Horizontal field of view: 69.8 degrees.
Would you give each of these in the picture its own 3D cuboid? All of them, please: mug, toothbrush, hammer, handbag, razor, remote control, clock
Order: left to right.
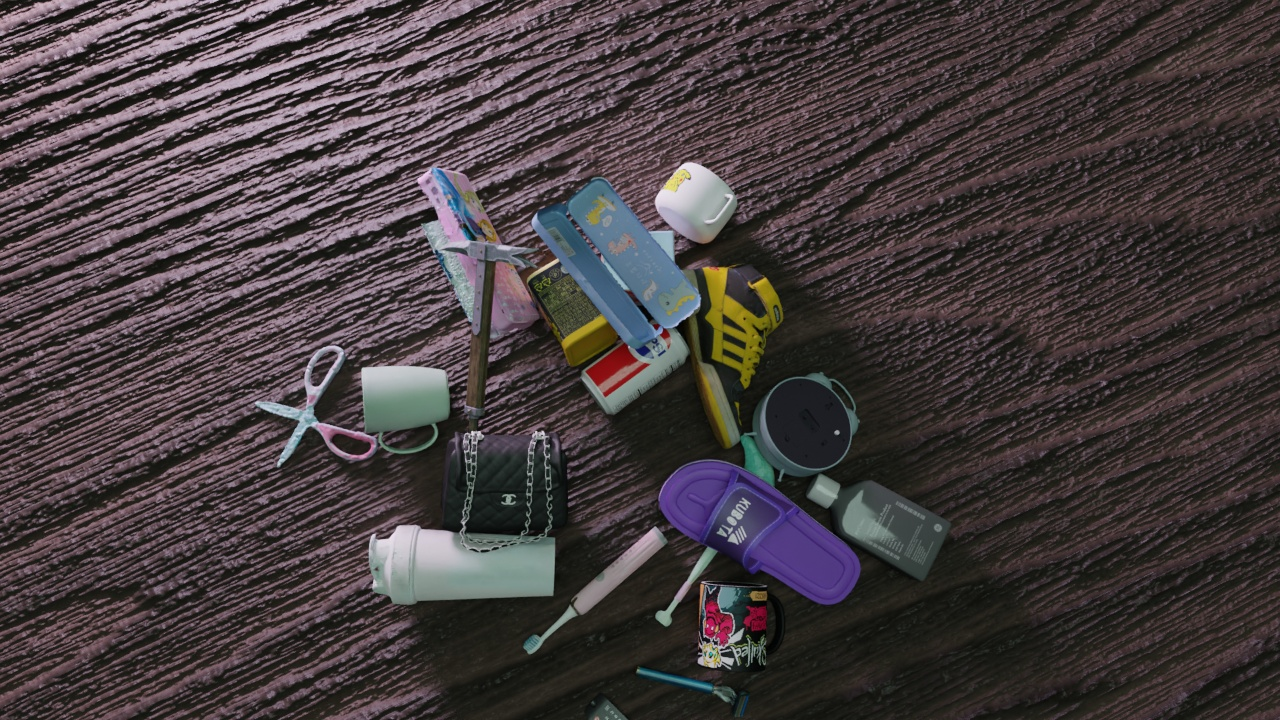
[{"bbox_3d":[-0.295,0.062,1.157,0.104,0.084,0.111,-3,97,-16],"label":"mug"},{"bbox_3d":[-0.206,0.009,1.143,0.147,0.028,0.317,12,101,30],"label":"hammer"},{"bbox_3d":[-0.161,0.149,1.101,0.153,0.114,0.125,2,106,-11],"label":"handbag"},{"bbox_3d":[-0.057,0.290,1.149,0.222,0.027,0.026,-40,112,-8],"label":"toothbrush"},{"bbox_3d":[-0.007,0.472,1.126,0.147,0.015,0.033,43,82,5],"label":"remote control"},{"bbox_3d":[0.062,0.404,1.139,0.144,0.022,0.042,15,117,5],"label":"razor"},{"bbox_3d":[0.071,0.268,1.163,0.022,0.015,0.154,36,81,3],"label":"toothbrush"},{"bbox_3d":[0.077,-0.201,1.192,0.094,0.116,0.068,42,81,-33],"label":"mug"},{"bbox_3d":[0.128,0.326,1.129,0.118,0.082,0.098,8,79,-28],"label":"mug"},{"bbox_3d":[0.213,0.079,1.169,0.159,0.045,0.122,-33,82,-28],"label":"clock"}]

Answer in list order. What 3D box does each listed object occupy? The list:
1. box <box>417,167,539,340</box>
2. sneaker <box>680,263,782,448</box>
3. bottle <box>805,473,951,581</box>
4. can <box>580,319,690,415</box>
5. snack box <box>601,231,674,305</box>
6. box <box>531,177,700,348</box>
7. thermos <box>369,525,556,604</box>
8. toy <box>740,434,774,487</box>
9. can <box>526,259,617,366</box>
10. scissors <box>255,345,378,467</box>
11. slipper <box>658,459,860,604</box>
[{"bbox_3d":[-0.221,-0.134,1.195,0.071,0.084,0.230,-31,82,21],"label":"box"},{"bbox_3d":[0.127,-0.013,1.173,0.122,0.086,0.238,-13,80,-2],"label":"sneaker"},{"bbox_3d":[0.294,0.200,1.164,0.174,0.046,0.083,29,81,3],"label":"bottle"},{"bbox_3d":[-0.007,0.007,1.176,0.132,0.070,0.070,-36,83,-7],"label":"can"},{"bbox_3d":[-0.004,-0.116,1.184,0.093,0.095,0.079,-1,80,-3],"label":"snack box"},{"bbox_3d":[-0.030,-0.117,1.116,0.124,0.043,0.209,-36,84,-27],"label":"box"},{"bbox_3d":[-0.215,0.253,1.122,0.220,0.099,0.099,3,80,-5],"label":"thermos"},{"bbox_3d":[0.128,0.155,1.173,0.105,0.033,0.085,-44,88,-4],"label":"toy"},{"bbox_3d":[-0.086,-0.062,1.156,0.072,0.131,0.101,-31,80,-7],"label":"can"},{"bbox_3d":[-0.412,0.064,1.186,0.170,0.013,0.176,16,83,4],"label":"scissors"},{"bbox_3d":[0.152,0.214,1.116,0.266,0.084,0.107,32,95,-4],"label":"slipper"}]
